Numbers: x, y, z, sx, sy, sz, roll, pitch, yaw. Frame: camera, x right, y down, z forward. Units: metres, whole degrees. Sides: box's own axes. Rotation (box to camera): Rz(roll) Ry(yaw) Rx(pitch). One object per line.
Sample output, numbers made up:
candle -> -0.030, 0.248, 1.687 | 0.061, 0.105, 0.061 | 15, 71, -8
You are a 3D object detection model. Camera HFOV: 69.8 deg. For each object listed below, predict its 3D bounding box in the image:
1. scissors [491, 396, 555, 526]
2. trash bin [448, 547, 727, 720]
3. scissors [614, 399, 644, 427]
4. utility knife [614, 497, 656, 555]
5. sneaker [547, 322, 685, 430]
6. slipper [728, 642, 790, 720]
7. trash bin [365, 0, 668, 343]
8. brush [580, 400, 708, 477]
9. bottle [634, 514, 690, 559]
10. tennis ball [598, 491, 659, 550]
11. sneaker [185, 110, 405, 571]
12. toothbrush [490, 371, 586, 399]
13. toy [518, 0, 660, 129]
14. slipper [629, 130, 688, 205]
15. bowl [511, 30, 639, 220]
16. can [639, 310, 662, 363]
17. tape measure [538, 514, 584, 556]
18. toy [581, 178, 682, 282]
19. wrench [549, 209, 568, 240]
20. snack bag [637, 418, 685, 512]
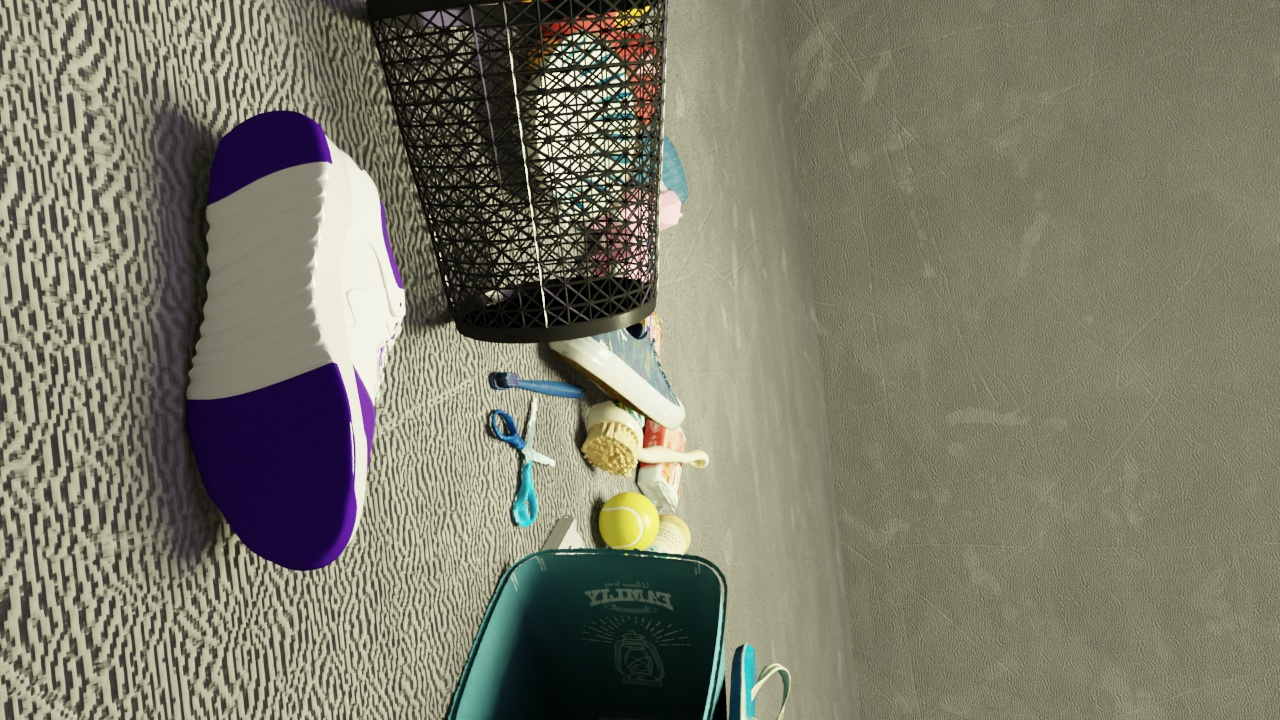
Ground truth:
scissors -> -0.104, 0.082, 0.826 | 0.133, 0.014, 0.127 | 60, 30, -48
trash bin -> -0.019, 0.303, 0.759 | 0.198, 0.197, 0.219 | -72, 156, -50
scissors -> -0.021, 0.046, 1.087 | 0.131, 0.011, 0.125 | 54, 32, -51
utility knife -> -0.013, 0.202, 1.040 | 0.202, 0.029, 0.020 | -51, 137, -67
sneaker -> -0.006, 0.006, 0.979 | 0.079, 0.087, 0.235 | -59, 145, -6
slipper -> 0.105, 0.312, 0.793 | 0.295, 0.060, 0.118 | 52, 37, -77
trash bin -> -0.078, -0.153, 0.703 | 0.216, 0.217, 0.243 | -49, 136, -65
brush -> 0.016, 0.105, 1.059 | 0.272, 0.062, 0.077 | 25, 66, -59
bottle -> 0.013, 0.234, 1.056 | 0.161, 0.057, 0.056 | -42, 124, -68
tennis ball -> -0.013, 0.174, 0.986 | 0.065, 0.065, 0.065 | -6, 90, -71
sneaker -> -0.183, -0.008, 0.524 | 0.111, 0.092, 0.244 | 34, 52, -77
toothbrush -> -0.091, 0.025, 0.877 | 0.189, 0.017, 0.016 | 15, 70, -70
toy -> -0.052, -0.329, 0.956 | 0.098, 0.147, 0.216 | -119, -175, -52
slipper -> -0.004, -0.234, 1.160 | 0.213, 0.059, 0.104 | -29, 108, -54
bowl -> -0.076, -0.226, 0.894 | 0.176, 0.071, 0.177 | -21, 115, -57
can -> -0.007, -0.030, 1.075 | 0.059, 0.054, 0.099 | 55, 31, -48
tape measure -> -0.071, 0.191, 0.878 | 0.060, 0.020, 0.062 | -60, 139, -61
toy -> -0.005, -0.146, 1.056 | 0.157, 0.067, 0.123 | -19, 111, -55
wrench -> -0.067, -0.227, 1.043 | 0.272, 0.009, 0.047 | -78, 154, -43
snack bag -> 0.028, 0.126, 1.168 | 0.077, 0.036, 0.115 | 62, 28, -46
